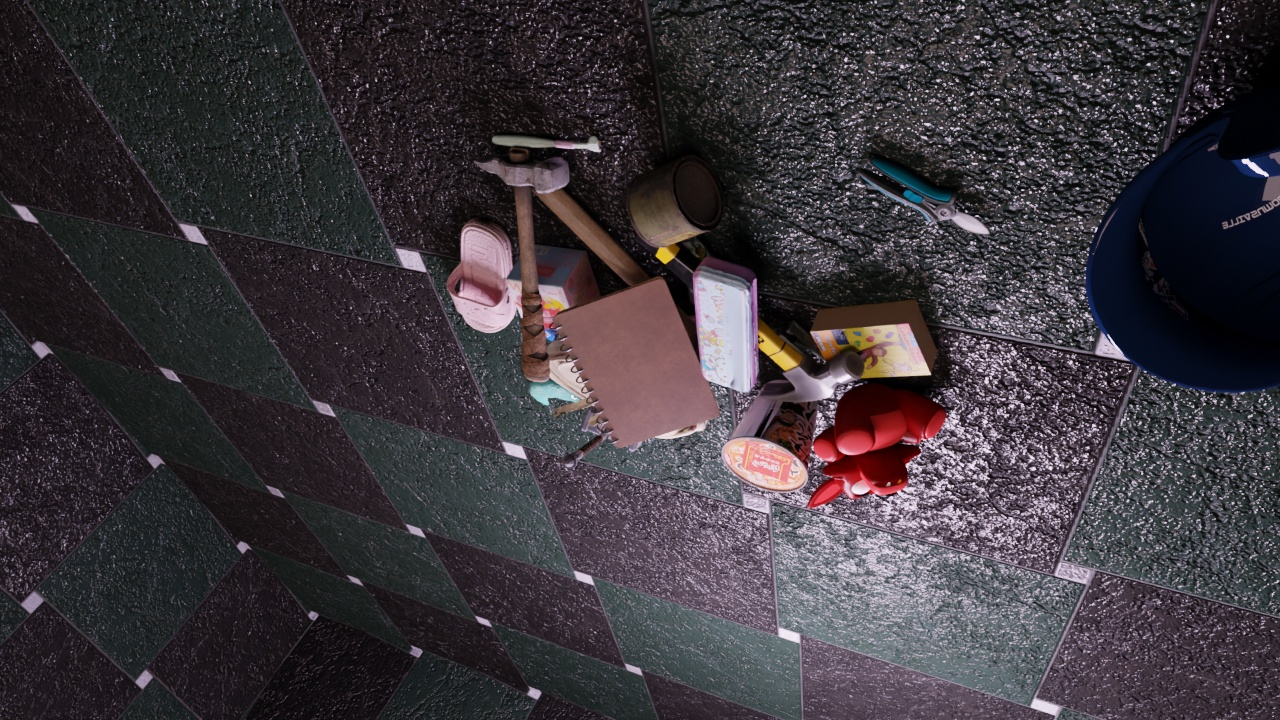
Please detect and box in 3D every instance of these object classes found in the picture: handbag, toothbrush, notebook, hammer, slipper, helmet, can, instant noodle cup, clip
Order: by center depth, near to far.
[{"bbox_3d":[0.498,-0.097,0.733,0.273,0.222,0.232,-32,103,19],"label":"helmet"},{"bbox_3d":[0.041,-0.183,1.058,0.075,0.089,0.090,-13,128,43],"label":"can"},{"bbox_3d":[-0.117,-0.267,1.123,0.155,0.015,0.022,10,139,26],"label":"toothbrush"},{"bbox_3d":[0.119,-0.058,1.159,0.324,0.034,0.170,40,149,-12],"label":"hammer"},{"bbox_3d":[-0.147,-0.118,1.202,0.122,0.048,0.319,12,119,26],"label":"hammer"},{"bbox_3d":[0.219,-0.021,1.207,0.076,0.023,0.044,38,146,-11],"label":"clip"},{"bbox_3d":[-0.016,-0.119,1.216,0.120,0.030,0.331,-41,102,22],"label":"hammer"},{"bbox_3d":[-0.007,0.007,1.233,0.167,0.024,0.225,-18,119,11],"label":"notebook"},{"bbox_3d":[0.192,0.100,1.293,0.124,0.121,0.124,18,145,13],"label":"instant noodle cup"},{"bbox_3d":[-0.035,0.048,1.339,0.229,0.131,0.184,35,164,-21],"label":"handbag"},{"bbox_3d":[-0.238,-0.109,1.368,0.094,0.064,0.240,23,144,7],"label":"slipper"},{"bbox_3d":[-0.068,0.123,1.386,0.098,0.044,0.321,22,-171,8],"label":"hammer"}]

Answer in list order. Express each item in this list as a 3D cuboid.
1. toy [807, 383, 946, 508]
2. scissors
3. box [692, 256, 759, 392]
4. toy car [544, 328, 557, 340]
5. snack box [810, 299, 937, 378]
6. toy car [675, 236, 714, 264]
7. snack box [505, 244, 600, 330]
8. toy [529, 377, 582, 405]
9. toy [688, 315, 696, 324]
[{"bbox_3d":[0.310,0.124,1.231,0.158,0.120,0.198,-13,134,-16],"label":"toy"},{"bbox_3d":[0.300,-0.174,0.956,0.136,0.019,0.138,4,138,32],"label":"scissors"},{"bbox_3d":[0.107,-0.038,1.137,0.076,0.033,0.214,21,147,22],"label":"box"},{"bbox_3d":[-0.143,-0.032,1.404,0.092,0.061,0.033,41,144,-18],"label":"toy car"},{"bbox_3d":[0.289,-0.024,1.138,0.126,0.040,0.088,-4,135,38],"label":"snack box"},{"bbox_3d":[0.077,-0.118,1.167,0.048,0.033,0.105,-10,129,45],"label":"toy car"},{"bbox_3d":[-0.121,-0.100,1.285,0.093,0.079,0.095,11,142,24],"label":"snack box"},{"bbox_3d":[-0.144,0.052,1.543,0.105,0.033,0.085,0,148,33],"label":"toy"},{"bbox_3d":[0.047,-0.030,1.290,0.105,0.053,0.108,-4,133,22],"label":"toy"}]
